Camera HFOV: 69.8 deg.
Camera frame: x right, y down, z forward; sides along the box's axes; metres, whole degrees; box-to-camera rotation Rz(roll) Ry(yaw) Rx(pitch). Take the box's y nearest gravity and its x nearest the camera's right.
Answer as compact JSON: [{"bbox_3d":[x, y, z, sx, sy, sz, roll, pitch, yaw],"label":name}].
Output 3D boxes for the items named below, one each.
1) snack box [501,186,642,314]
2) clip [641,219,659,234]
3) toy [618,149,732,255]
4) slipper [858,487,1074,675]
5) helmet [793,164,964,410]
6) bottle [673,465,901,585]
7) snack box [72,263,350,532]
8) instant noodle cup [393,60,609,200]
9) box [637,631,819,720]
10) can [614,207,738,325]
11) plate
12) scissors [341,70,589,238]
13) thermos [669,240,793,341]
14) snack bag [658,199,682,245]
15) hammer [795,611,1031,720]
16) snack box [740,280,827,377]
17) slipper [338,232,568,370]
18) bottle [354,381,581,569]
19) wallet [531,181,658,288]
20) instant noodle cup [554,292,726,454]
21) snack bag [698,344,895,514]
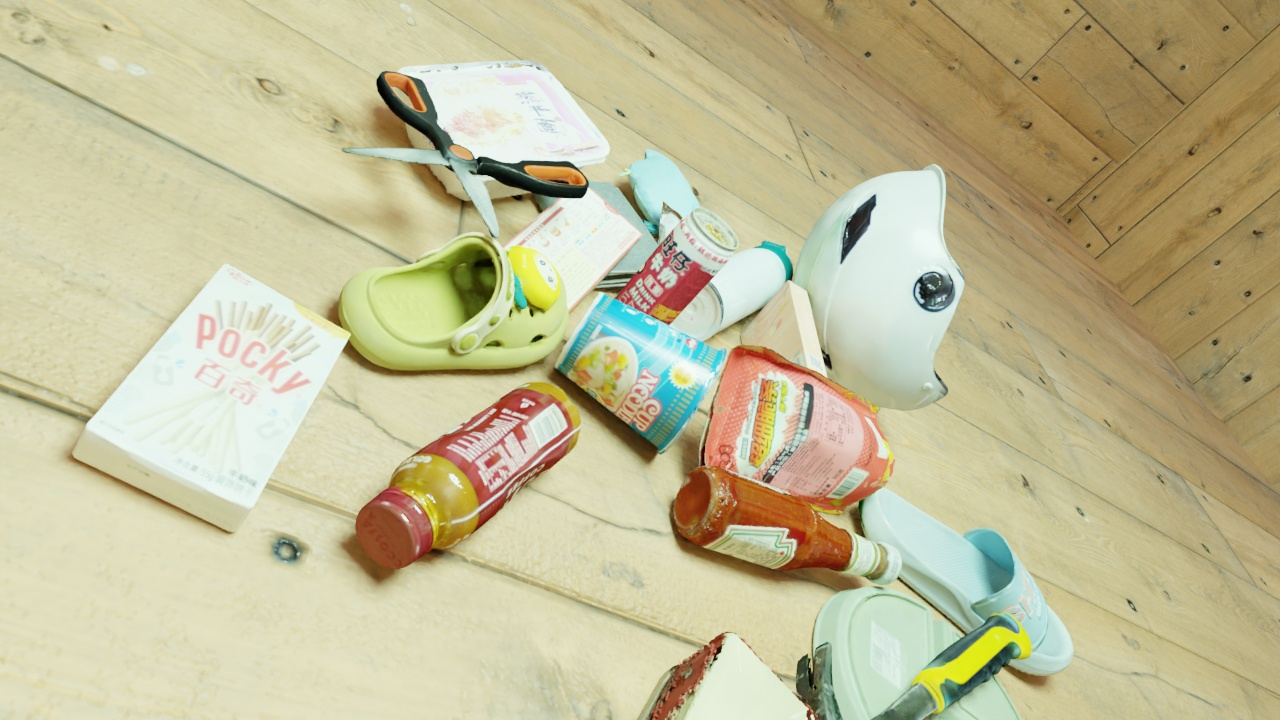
[{"bbox_3d":[-0.064,-0.093,0.793,0.077,0.027,0.155,41,44,-2],"label":"snack box"},{"bbox_3d":[-0.004,-0.140,0.966,0.057,0.046,0.014,17,41,-31],"label":"clip"},{"bbox_3d":[0.041,-0.165,1.024,0.156,0.050,0.161,24,44,-39],"label":"toy"},{"bbox_3d":[0.309,0.193,0.854,0.245,0.074,0.103,36,30,-8],"label":"slipper"},{"bbox_3d":[0.237,-0.077,0.981,0.146,0.259,0.228,0,19,1],"label":"helmet"},{"bbox_3d":[0.122,0.136,0.715,0.206,0.060,0.059,22,36,-27],"label":"bottle"},{"bbox_3d":[-0.226,0.014,0.503,0.084,0.027,0.156,32,32,-18],"label":"snack box"},{"bbox_3d":[-0.131,-0.205,0.835,0.173,0.061,0.138,-20,66,-43],"label":"instant noodle cup"},{"bbox_3d":[0.037,0.224,0.490,0.091,0.078,0.168,44,29,2],"label":"box"},{"bbox_3d":[0.024,-0.068,0.794,0.053,0.133,0.053,29,33,-21],"label":"can"},{"bbox_3d":[0.226,0.271,0.702,0.230,0.028,0.229,30,31,-21],"label":"plate"},{"bbox_3d":[-0.131,-0.154,0.704,0.220,0.022,0.230,7,37,-38],"label":"scissors"},{"bbox_3d":[0.098,-0.074,0.955,0.073,0.073,0.223,48,31,9],"label":"thermos"},{"bbox_3d":[0.035,-0.114,0.950,0.048,0.026,0.104,29,56,-40],"label":"snack bag"},{"bbox_3d":[0.217,0.238,0.674,0.322,0.032,0.126,-3,53,-50],"label":"hammer"},{"bbox_3d":[0.136,-0.002,0.890,0.026,0.085,0.157,27,33,-18],"label":"snack box"},{"bbox_3d":[-0.114,-0.043,0.644,0.190,0.082,0.091,-12,71,-47],"label":"slipper"},{"bbox_3d":[-0.099,0.066,0.553,0.057,0.058,0.174,45,30,5],"label":"bottle"},{"bbox_3d":[-0.037,-0.122,0.890,0.106,0.037,0.129,-5,53,-38],"label":"wallet"},{"bbox_3d":[-0.004,0.004,0.719,0.110,0.099,0.099,31,31,-2],"label":"instant noodle cup"},{"bbox_3d":[0.130,0.067,0.777,0.207,0.128,0.073,18,3,-40],"label":"snack bag"}]
